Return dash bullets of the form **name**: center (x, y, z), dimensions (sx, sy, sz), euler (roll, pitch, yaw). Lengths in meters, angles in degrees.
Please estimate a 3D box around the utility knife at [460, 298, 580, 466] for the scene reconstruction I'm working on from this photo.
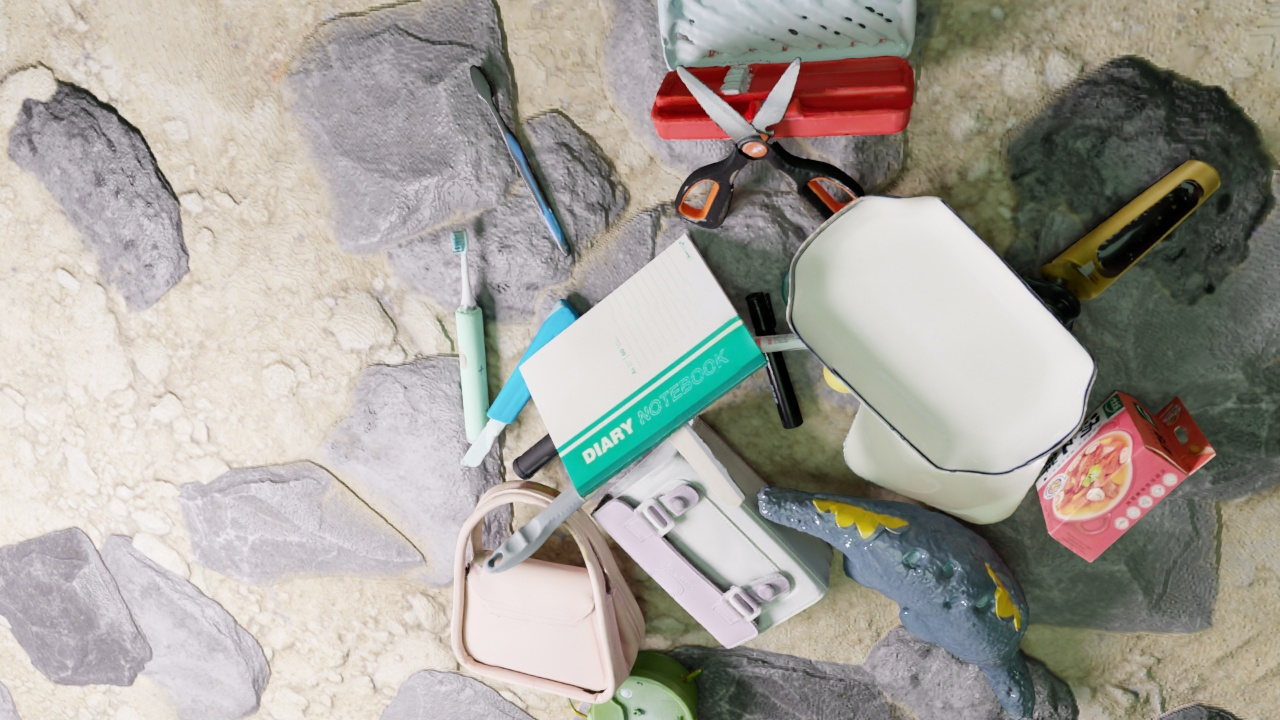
- **utility knife**: center (-0.122, 0.030, 0.908), dimensions (0.034, 0.018, 0.210), euler (35, 109, -4)

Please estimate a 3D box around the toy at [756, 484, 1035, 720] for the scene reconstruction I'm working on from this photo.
- **toy**: center (0.269, 0.209, 0.834), dimensions (0.356, 0.091, 0.138), euler (42, 131, -12)

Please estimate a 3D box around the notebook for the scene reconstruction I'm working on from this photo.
- **notebook**: center (-0.005, 0.005, 0.821), dimensions (0.209, 0.012, 0.150), euler (-38, 61, 17)

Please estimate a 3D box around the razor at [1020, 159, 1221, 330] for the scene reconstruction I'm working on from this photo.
- **razor**: center (0.369, -0.088, 0.712), dimensions (0.062, 0.067, 0.168), euler (45, 110, -5)

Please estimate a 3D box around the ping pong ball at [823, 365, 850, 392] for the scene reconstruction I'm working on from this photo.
- **ping pong ball**: center (0.183, 0.009, 0.813), dimensions (0.040, 0.040, 0.040), euler (6, 113, 14)

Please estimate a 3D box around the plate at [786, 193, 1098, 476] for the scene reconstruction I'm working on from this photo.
- **plate**: center (0.240, -0.020, 0.746), dimensions (0.265, 0.034, 0.162), euler (43, 119, -6)

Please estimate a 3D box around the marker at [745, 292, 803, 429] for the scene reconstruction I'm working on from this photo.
- **marker**: center (0.124, 0.001, 0.839), dimensions (0.022, 0.020, 0.132), euler (-12, 107, 21)

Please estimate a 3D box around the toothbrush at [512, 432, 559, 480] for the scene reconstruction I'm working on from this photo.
- **toothbrush**: center (-0.048, 0.054, 0.908), dimensions (0.213, 0.026, 0.027), euler (-38, 132, 24)

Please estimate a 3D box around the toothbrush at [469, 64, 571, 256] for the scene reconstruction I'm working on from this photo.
- **toothbrush**: center (-0.107, -0.180, 0.838), dimensions (0.014, 0.016, 0.189), euler (-23, 106, 13)

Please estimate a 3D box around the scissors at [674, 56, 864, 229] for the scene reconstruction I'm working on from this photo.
- **scissors**: center (0.090, -0.154, 0.718), dimensions (0.220, 0.021, 0.231), euler (19, 156, -28)

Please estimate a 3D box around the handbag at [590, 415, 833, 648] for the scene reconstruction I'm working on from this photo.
- **handbag**: center (0.067, 0.173, 0.887), dimensions (0.197, 0.098, 0.145), euler (45, 121, -4)

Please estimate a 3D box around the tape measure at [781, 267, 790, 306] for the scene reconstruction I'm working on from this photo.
- **tape measure**: center (0.151, -0.062, 0.803), dimensions (0.058, 0.025, 0.055), euler (45, 115, -4)

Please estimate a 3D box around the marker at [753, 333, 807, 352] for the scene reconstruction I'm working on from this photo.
- **marker**: center (0.143, -0.017, 0.813), dimensions (0.145, 0.017, 0.017), euler (-5, 110, 5)

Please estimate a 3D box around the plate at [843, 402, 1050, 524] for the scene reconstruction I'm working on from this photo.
- **plate**: center (0.276, 0.053, 0.808), dimensions (0.163, 0.034, 0.165), euler (23, 115, 6)

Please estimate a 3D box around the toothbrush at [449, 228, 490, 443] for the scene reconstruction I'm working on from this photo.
- **toothbrush**: center (-0.168, -0.021, 0.909), dimensions (0.026, 0.027, 0.225), euler (20, 119, 40)

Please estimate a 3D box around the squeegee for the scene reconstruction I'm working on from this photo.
- **squeegee**: center (-0.053, 0.117, 0.848), dimensions (0.247, 0.039, 0.246), euler (-45, 58, 12)

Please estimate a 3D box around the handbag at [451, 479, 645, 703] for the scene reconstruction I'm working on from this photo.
- **handbag**: center (-0.103, 0.226, 0.937), dimensions (0.193, 0.093, 0.234), euler (4, 119, 19)

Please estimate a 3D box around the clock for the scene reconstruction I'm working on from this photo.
- **clock**: center (-0.008, 0.375, 1.008), dimensions (0.161, 0.056, 0.116), euler (0, 111, 16)

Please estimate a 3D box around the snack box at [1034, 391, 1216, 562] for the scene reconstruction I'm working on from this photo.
- **snack box**: center (0.385, 0.083, 0.746), dimensions (0.044, 0.113, 0.127), euler (36, 116, 1)

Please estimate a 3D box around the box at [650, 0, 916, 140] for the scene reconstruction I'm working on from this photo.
- **box**: center (0.107, -0.240, 0.706), dimensions (0.202, 0.112, 0.100), euler (2, 137, 16)
